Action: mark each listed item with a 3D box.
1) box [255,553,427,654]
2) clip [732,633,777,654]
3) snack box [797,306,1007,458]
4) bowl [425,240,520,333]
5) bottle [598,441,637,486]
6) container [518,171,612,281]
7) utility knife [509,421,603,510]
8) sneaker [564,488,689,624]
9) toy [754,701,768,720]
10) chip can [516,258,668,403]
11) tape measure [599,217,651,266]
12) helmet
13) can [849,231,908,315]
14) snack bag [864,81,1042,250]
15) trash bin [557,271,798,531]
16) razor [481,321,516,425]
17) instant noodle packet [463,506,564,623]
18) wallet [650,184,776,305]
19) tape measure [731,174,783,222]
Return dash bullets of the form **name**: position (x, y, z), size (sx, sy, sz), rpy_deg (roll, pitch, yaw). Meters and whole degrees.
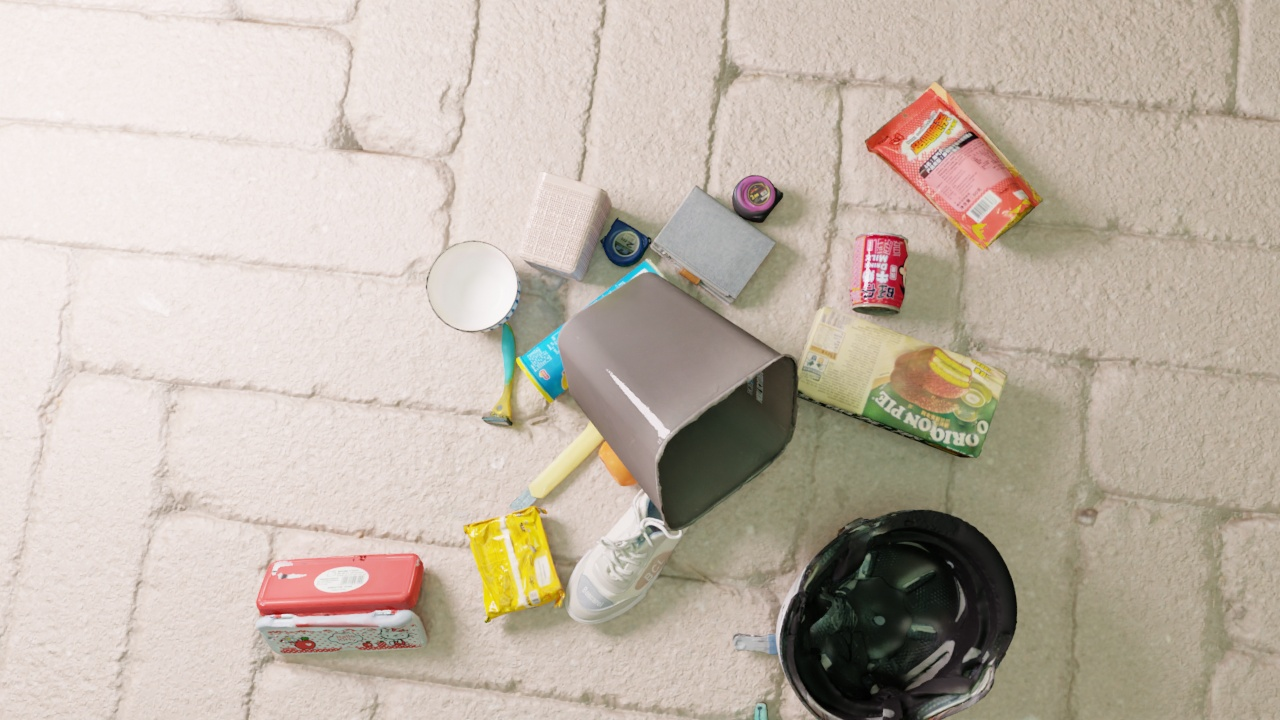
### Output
- **box**: position (-0.367, 0.307, 1.150), size (0.201, 0.100, 0.094), rpy_deg (-3, 42, 4)
- **clip**: position (0.142, 0.347, 1.128), size (0.058, 0.037, 0.026), rpy_deg (4, 86, 4)
- **snack box**: position (0.314, 0.027, 1.133), size (0.240, 0.063, 0.114), rpy_deg (20, 85, 5)
- **bowl**: position (-0.208, -0.090, 1.171), size (0.116, 0.066, 0.116), rpy_deg (0, 85, 3)
- **bottle**: position (0.022, 0.094, 1.144), size (0.149, 0.067, 0.066), rpy_deg (-35, 83, -9)
- **container**: position (-0.097, -0.166, 1.164), size (0.090, 0.090, 0.111), rpy_deg (17, 88, 5)
- **utility knife**: position (-0.096, 0.128, 1.164), size (0.182, 0.019, 0.031), rpy_deg (-43, 79, -8)
- **sneaker**: position (-0.002, 0.226, 1.113), size (0.089, 0.091, 0.242), rpy_deg (40, 88, 7)
- **toy**: position (0.131, 0.465, 1.112), size (0.092, 0.030, 0.096), rpy_deg (-1, 76, -2)
- **chip can**: position (-0.053, -0.037, 1.155), size (0.210, 0.071, 0.071), rpy_deg (-38, 83, -2)
- **tape measure**: position (-0.021, -0.149, 1.188), size (0.058, 0.025, 0.054), rpy_deg (33, 87, 15)
- **helmet**: position (0.278, 0.302, 1.058), size (0.273, 0.157, 0.230), rpy_deg (-37, 81, -12)
- **can**: position (0.298, -0.107, 1.146), size (0.066, 0.066, 0.093), rpy_deg (6, 84, 4)
- **snack bag**: position (0.399, -0.244, 1.162), size (0.128, 0.073, 0.208), rpy_deg (-40, 78, -6)
- **trash bin**: position (0.036, 0.033, 1.044), size (0.198, 0.199, 0.220), rpy_deg (-33, 54, -19)
- **razor**: position (-0.174, 0.017, 1.176), size (0.043, 0.028, 0.132), rpy_deg (2, 85, 34)
- **instant noodle packet**: position (-0.155, 0.254, 1.141), size (0.111, 0.044, 0.128), rpy_deg (-17, 79, 8)
- **wallet**: position (0.091, -0.145, 1.176), size (0.130, 0.037, 0.106), rpy_deg (36, 87, 4)
- **tape measure**: position (0.147, -0.208, 1.180), size (0.058, 0.039, 0.057), rpy_deg (36, 86, 1)
